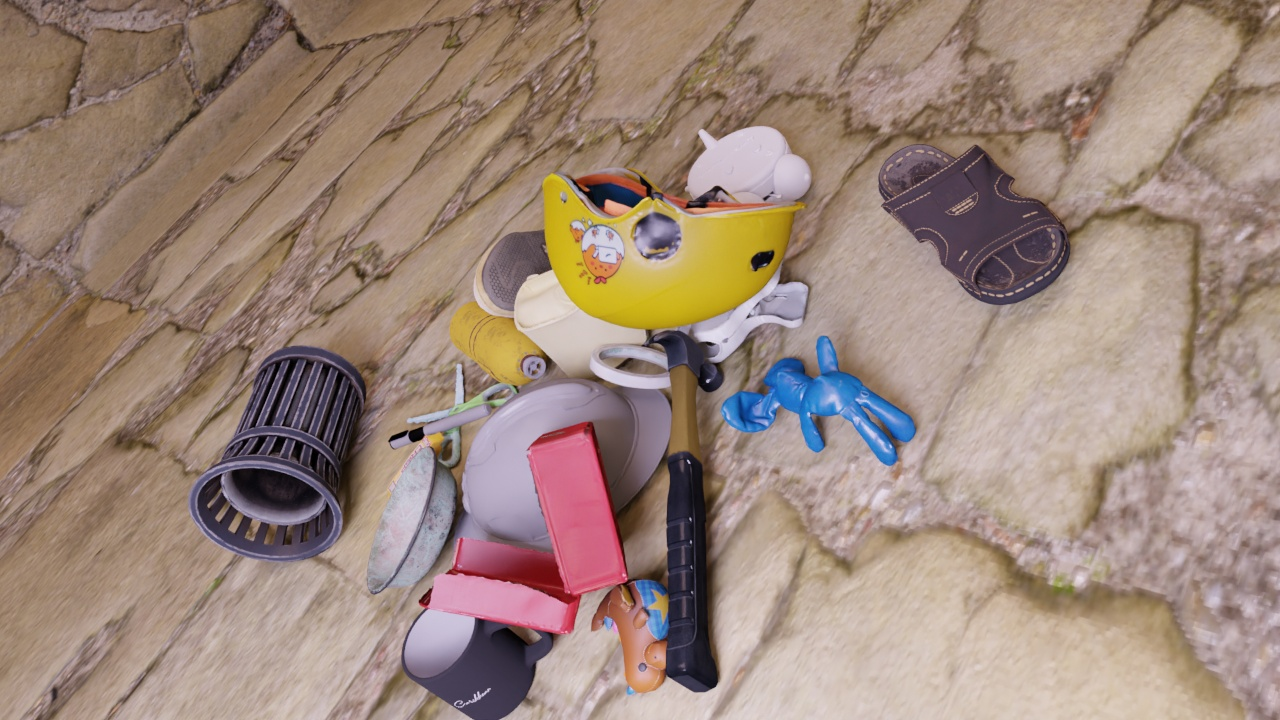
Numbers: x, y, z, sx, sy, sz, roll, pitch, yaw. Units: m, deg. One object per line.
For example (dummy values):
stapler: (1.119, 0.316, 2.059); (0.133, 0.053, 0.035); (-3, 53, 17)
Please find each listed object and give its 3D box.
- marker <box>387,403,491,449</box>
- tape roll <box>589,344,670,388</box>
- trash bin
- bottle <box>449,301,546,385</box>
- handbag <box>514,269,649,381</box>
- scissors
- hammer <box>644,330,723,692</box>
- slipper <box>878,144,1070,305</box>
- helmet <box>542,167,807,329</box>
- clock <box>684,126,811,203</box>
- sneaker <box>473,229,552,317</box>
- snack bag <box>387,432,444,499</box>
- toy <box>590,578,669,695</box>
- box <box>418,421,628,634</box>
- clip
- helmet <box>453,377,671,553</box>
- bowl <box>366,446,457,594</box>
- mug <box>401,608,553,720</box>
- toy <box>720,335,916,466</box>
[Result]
marker: (-0.236, 0.077, 1.078); (0.141, 0.016, 0.016); (-20, 41, 21)
tape roll: (-0.006, 0.006, 0.942); (0.093, 0.013, 0.093); (9, 20, -3)
trash bin: (-0.423, 0.101, 1.114); (0.164, 0.164, 0.227); (-25, 36, 16)
bottle: (-0.164, -0.015, 1.094); (0.071, 0.071, 0.164); (-47, 38, -11)
handbag: (-0.059, -0.043, 0.996); (0.111, 0.119, 0.081); (-21, 48, 22)
scissors: (-0.221, 0.063, 1.103); (0.172, 0.022, 0.173); (-15, 48, 29)
hammer: (0.039, 0.109, 0.784); (0.025, 0.118, 0.332); (-21, 46, 25)
slipper: (0.296, -0.145, 0.852); (0.113, 0.076, 0.267); (-32, 38, 8)
helmet: (0.025, -0.095, 0.854); (0.240, 0.140, 0.208); (13, 17, 17)
clock: (0.118, -0.218, 1.072); (0.125, 0.073, 0.161); (-37, 37, 1)
sneaker: (-0.151, -0.096, 1.099); (0.102, 0.089, 0.241); (-29, 5, 25)
snack bag: (-0.260, 0.125, 1.056); (0.099, 0.020, 0.026); (-54, 39, -1)
toy: (-0.010, 0.229, 0.750); (0.103, 0.070, 0.090); (-37, 44, 40)
box: (-0.077, 0.128, 0.764); (0.157, 0.154, 0.168); (159, 127, -86)
clip: (0.095, -0.058, 0.940); (0.143, 0.072, 0.124); (-17, 40, 37)
helmet: (-0.108, 0.088, 0.902); (0.271, 0.118, 0.183); (-35, 38, 6)
bowl: (-0.231, 0.169, 0.947); (0.158, 0.038, 0.157); (-46, 30, 36)
mug: (-0.130, 0.247, 0.781); (0.114, 0.088, 0.078); (-28, 39, 12)
toy: (0.148, 0.038, 0.793); (0.112, 0.071, 0.176); (-41, 36, -22)
